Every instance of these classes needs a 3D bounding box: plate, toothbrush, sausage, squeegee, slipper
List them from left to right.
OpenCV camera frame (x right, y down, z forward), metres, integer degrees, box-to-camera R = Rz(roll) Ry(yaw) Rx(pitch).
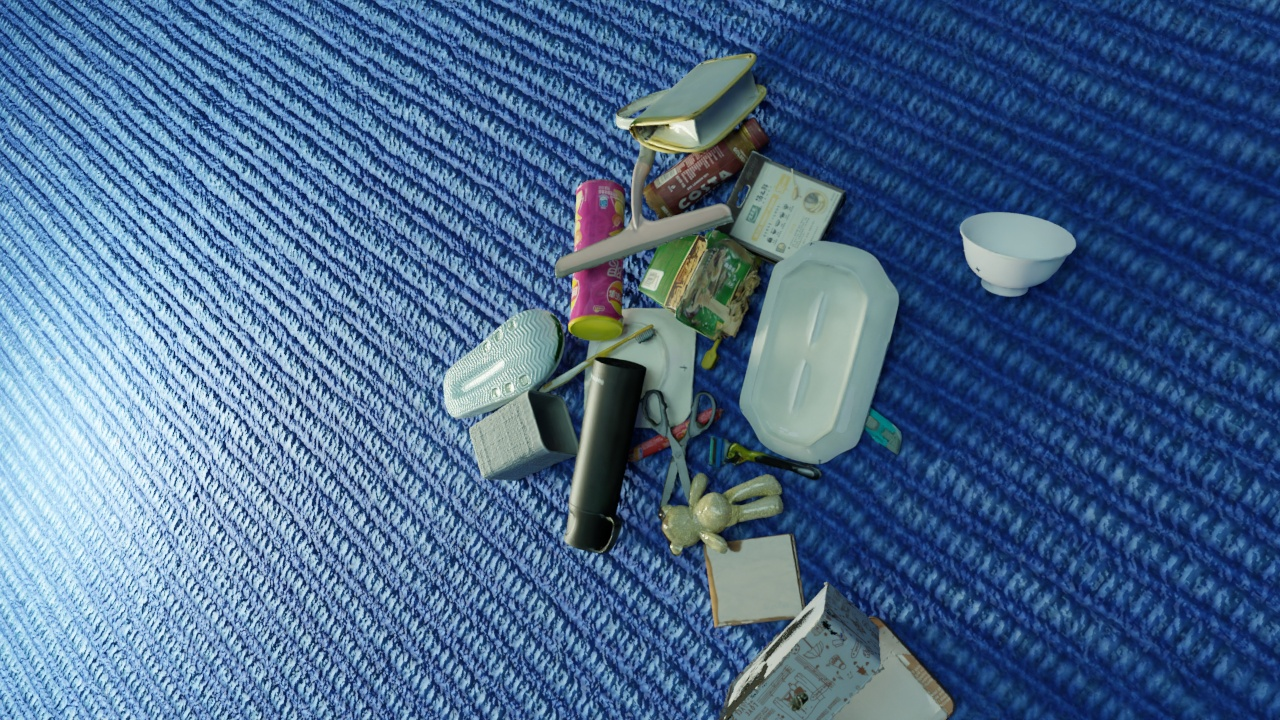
[{"bbox_3d":[-0.186,0.015,1.287,0.246,0.074,0.104,-29,69,36],"label":"slipper"},{"bbox_3d":[-0.059,0.003,1.215,0.192,0.016,0.018,-30,75,21],"label":"toothbrush"},{"bbox_3d":[-0.007,0.007,1.217,0.164,0.034,0.164,-1,80,27],"label":"plate"},{"bbox_3d":[0.005,-0.236,1.181,0.248,0.040,0.249,-16,45,26],"label":"squeegee"},{"bbox_3d":[0.042,0.097,1.184,0.156,0.020,0.020,-29,69,19],"label":"sausage"},{"bbox_3d":[0.125,-0.074,1.177,0.016,0.016,0.190,26,91,29],"label":"toothbrush"},{"bbox_3d":[0.202,-0.008,1.083,0.162,0.034,0.266,20,102,27],"label":"plate"}]

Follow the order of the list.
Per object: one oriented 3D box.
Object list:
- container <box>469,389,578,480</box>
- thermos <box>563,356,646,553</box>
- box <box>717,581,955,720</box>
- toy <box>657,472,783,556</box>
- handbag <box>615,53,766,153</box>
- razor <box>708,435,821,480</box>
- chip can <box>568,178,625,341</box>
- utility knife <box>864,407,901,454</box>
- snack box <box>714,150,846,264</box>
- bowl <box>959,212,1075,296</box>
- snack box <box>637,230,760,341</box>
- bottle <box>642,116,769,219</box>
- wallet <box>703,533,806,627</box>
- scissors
[{"bbox_3d":[-0.160,0.107,1.245,0.114,0.090,0.090,-28,69,23],"label":"container"},{"bbox_3d":[-0.039,0.123,1.166,0.090,0.068,0.242,18,102,46],"label":"thermos"},{"bbox_3d":[0.214,0.376,0.985,0.193,0.156,0.183,41,102,10],"label":"box"},{"bbox_3d":[0.099,0.185,1.119,0.157,0.066,0.105,-22,64,14],"label":"toy"},{"bbox_3d":[0.057,-0.331,1.202,0.179,0.063,0.163,12,48,42],"label":"handbag"},{"bbox_3d":[0.153,0.122,1.122,0.143,0.022,0.043,11,116,24],"label":"razor"},{"bbox_3d":[-0.057,-0.136,1.227,0.071,0.071,0.210,-10,66,25],"label":"chip can"},{"bbox_3d":[0.248,0.054,1.091,0.157,0.013,0.029,40,99,27],"label":"utility knife"},{"bbox_3d":[0.174,-0.180,1.138,0.126,0.053,0.113,27,92,16],"label":"snack box"},{"bbox_3d":[0.406,-0.110,1.007,0.118,0.118,0.065,22,129,28],"label":"bowl"},{"bbox_3d":[0.066,-0.098,1.146,0.106,0.117,0.118,23,86,46],"label":"snack box"},{"bbox_3d":[0.087,-0.252,1.205,0.175,0.057,0.057,-33,67,17],"label":"bottle"},{"bbox_3d":[0.136,0.265,1.106,0.115,0.020,0.101,-13,76,21],"label":"wallet"},{"bbox_3d":[0.047,0.112,1.162,0.159,0.014,0.176,46,104,13],"label":"scissors"}]
